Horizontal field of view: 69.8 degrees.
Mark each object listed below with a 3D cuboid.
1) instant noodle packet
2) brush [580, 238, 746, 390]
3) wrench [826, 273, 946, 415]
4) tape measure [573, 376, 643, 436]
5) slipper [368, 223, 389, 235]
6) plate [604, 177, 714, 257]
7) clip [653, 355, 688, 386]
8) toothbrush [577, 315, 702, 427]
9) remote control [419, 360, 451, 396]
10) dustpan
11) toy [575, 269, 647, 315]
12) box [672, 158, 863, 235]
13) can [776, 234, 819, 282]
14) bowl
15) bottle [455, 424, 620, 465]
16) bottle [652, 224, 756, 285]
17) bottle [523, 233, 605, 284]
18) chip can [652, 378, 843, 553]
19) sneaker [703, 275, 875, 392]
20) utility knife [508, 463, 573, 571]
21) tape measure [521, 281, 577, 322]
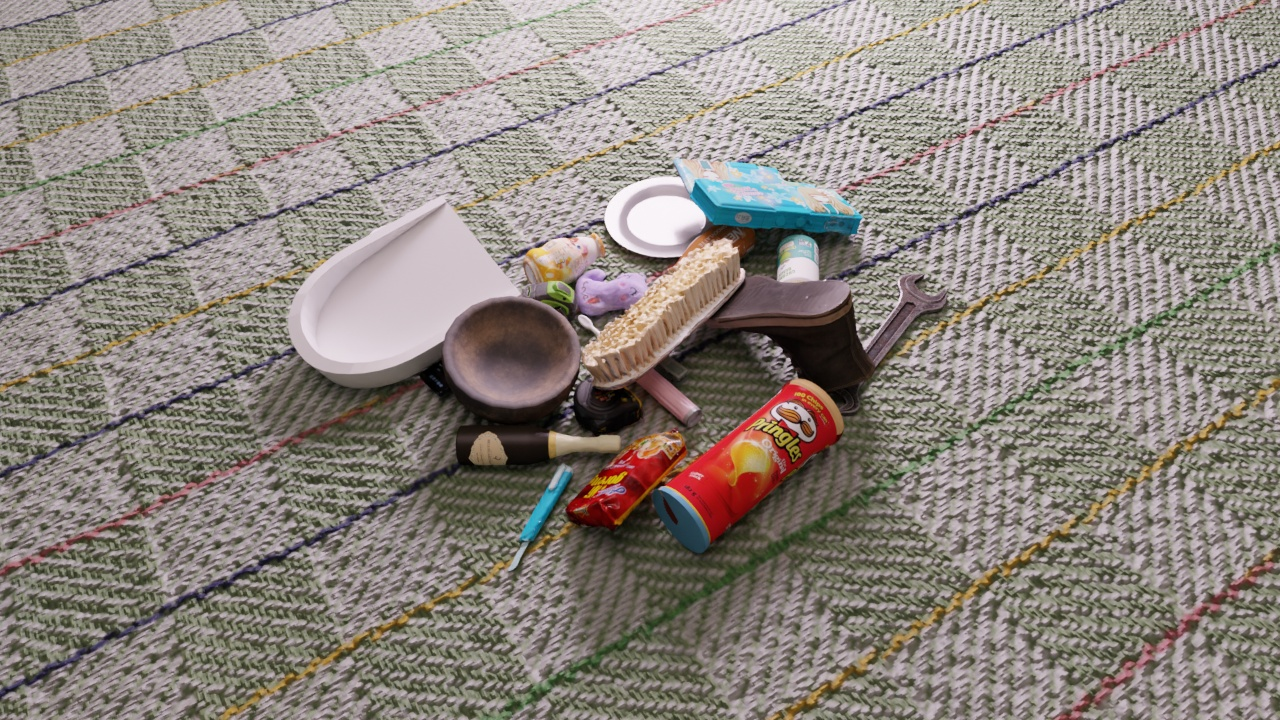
[{"bbox_3d":[-0.014,0.128,0.986,0.135,0.099,0.039,-42,104,-28],"label":"instant noodle packet"},{"bbox_3d":[0.034,-0.057,1.107,0.083,0.057,0.270,5,38,47],"label":"brush"},{"bbox_3d":[0.307,-0.025,1.156,0.070,0.010,0.272,29,56,25],"label":"wrench"},{"bbox_3d":[-0.043,0.053,1.083,0.071,0.042,0.072,-26,57,-18],"label":"tape measure"},{"bbox_3d":[-0.292,-0.118,1.232,0.111,0.063,0.264,-27,51,-20],"label":"slipper"},{"bbox_3d":[0.038,-0.205,1.325,0.178,0.012,0.178,-1,49,1],"label":"plate"},{"bbox_3d":[0.026,0.002,1.134,0.075,0.037,0.023,37,58,24],"label":"clip"},{"bbox_3d":[-0.007,0.007,1.131,0.027,0.026,0.222,-45,58,-6],"label":"toothbrush"},{"bbox_3d":[-0.203,-0.004,1.154,0.150,0.022,0.047,-35,55,-27],"label":"remote control"},{"bbox_3d":[-0.310,-0.080,1.148,0.257,0.053,0.191,-37,68,-7],"label":"dustpan"},{"bbox_3d":[-0.037,-0.093,1.214,0.099,0.036,0.080,-11,50,-5],"label":"toy"},{"bbox_3d":[0.173,-0.234,1.290,0.226,0.039,0.181,0,35,-22],"label":"box"},{"bbox_3d":[0.208,-0.116,1.210,0.055,0.055,0.101,4,49,6],"label":"can"},{"bbox_3d":[-0.153,0.007,1.092,0.162,0.070,0.162,4,56,-7],"label":"bowl"},{"bbox_3d":[-0.114,0.096,1.044,0.184,0.045,0.045,-1,49,2],"label":"bottle"},{"bbox_3d":[0.083,-0.133,1.228,0.059,0.059,0.166,35,59,29],"label":"bottle"},{"bbox_3d":[-0.101,-0.135,1.235,0.109,0.063,0.063,-26,53,-19],"label":"bottle"},{"bbox_3d":[0.119,0.111,0.995,0.212,0.087,0.087,-35,56,-24],"label":"chip can"},{"bbox_3d":[0.174,-0.034,1.123,0.235,0.120,0.095,3,41,46],"label":"sneaker"},{"bbox_3d":[-0.112,0.169,1.002,0.022,0.015,0.140,1,46,36],"label":"utility knife"},{"bbox_3d":[-0.111,-0.071,1.179,0.059,0.065,0.035,-16,47,20],"label":"tape measure"}]
